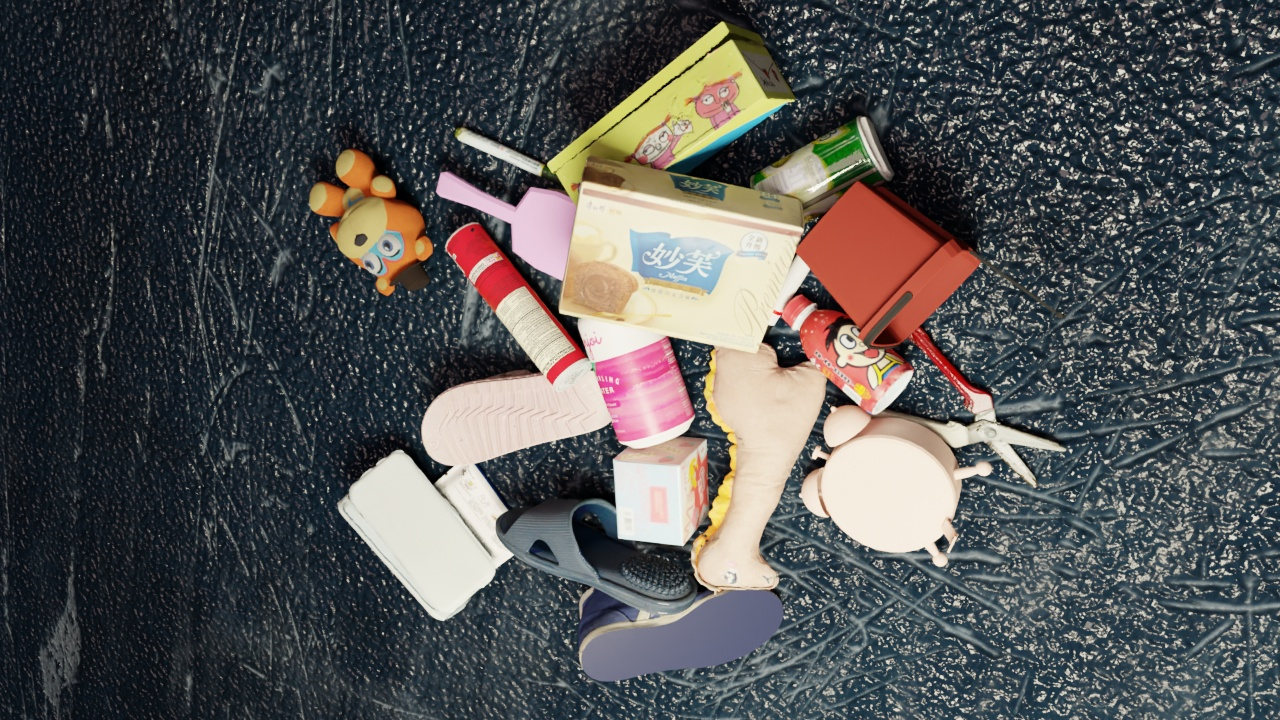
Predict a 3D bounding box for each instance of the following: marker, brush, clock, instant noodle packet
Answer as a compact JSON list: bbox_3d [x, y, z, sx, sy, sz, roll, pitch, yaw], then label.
[{"bbox_3d":[0.158,-0.088,0.933,0.019,0.019,0.146,35,115,11],"label":"marker"},{"bbox_3d":[-0.123,-0.158,1.022,0.229,0.043,0.089,26,113,15],"label":"brush"},{"bbox_3d":[0.244,0.128,0.914,0.160,0.086,0.131,27,122,23],"label":"clock"},{"bbox_3d":[-0.205,0.196,1.163,0.087,0.026,0.134,-40,86,27],"label":"instant noodle packet"},{"bbox_3d":[-0.145,-0.229,1.028,0.146,0.017,0.017,27,113,15],"label":"marker"}]

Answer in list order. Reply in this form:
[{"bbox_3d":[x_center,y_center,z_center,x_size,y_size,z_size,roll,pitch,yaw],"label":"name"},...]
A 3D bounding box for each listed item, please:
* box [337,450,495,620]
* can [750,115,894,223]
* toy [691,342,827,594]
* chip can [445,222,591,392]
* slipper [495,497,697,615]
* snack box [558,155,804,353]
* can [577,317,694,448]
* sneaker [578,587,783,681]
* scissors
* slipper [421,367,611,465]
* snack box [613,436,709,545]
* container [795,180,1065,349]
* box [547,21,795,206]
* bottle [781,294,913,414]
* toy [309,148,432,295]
[{"bbox_3d":[-0.282,0.230,1.181,0.130,0.106,0.211,-38,84,-4],"label":"box"},{"bbox_3d":[0.173,-0.176,0.876,0.121,0.067,0.067,-25,93,28],"label":"can"},{"bbox_3d":[0.096,0.106,0.967,0.196,0.065,0.264,27,99,18],"label":"toy"},{"bbox_3d":[-0.139,-0.062,1.033,0.052,0.051,0.214,-46,74,26],"label":"chip can"},{"bbox_3d":[-0.049,0.200,1.042,0.264,0.101,0.083,18,112,30],"label":"slipper"},{"bbox_3d":[0.034,-0.098,0.878,0.207,0.055,0.154,11,131,-4],"label":"snack box"},{"bbox_3d":[-0.006,0.006,0.991,0.088,0.088,0.166,-16,97,26],"label":"can"},{"bbox_3d":[0.037,0.293,1.070,0.233,0.118,0.091,-15,107,-8],"label":"sneaker"},{"bbox_3d":[0.307,0.050,0.908,0.180,0.015,0.196,-18,96,26],"label":"scissors"},{"bbox_3d":[-0.141,0.057,1.080,0.239,0.064,0.094,-12,97,8],"label":"slipper"},{"bbox_3d":[0.025,0.140,1.010,0.080,0.094,0.093,2,104,22],"label":"snack box"},{"bbox_3d":[0.253,-0.062,0.823,0.201,0.147,0.127,47,111,18],"label":"container"},{"bbox_3d":[0.029,-0.225,0.896,0.222,0.124,0.083,-29,91,29],"label":"box"},{"bbox_3d":[0.199,-0.012,0.910,0.137,0.061,0.062,44,117,23],"label":"bottle"},{"bbox_3d":[-0.310,-0.158,1.083,0.112,0.096,0.176,-40,98,26],"label":"toy"}]
